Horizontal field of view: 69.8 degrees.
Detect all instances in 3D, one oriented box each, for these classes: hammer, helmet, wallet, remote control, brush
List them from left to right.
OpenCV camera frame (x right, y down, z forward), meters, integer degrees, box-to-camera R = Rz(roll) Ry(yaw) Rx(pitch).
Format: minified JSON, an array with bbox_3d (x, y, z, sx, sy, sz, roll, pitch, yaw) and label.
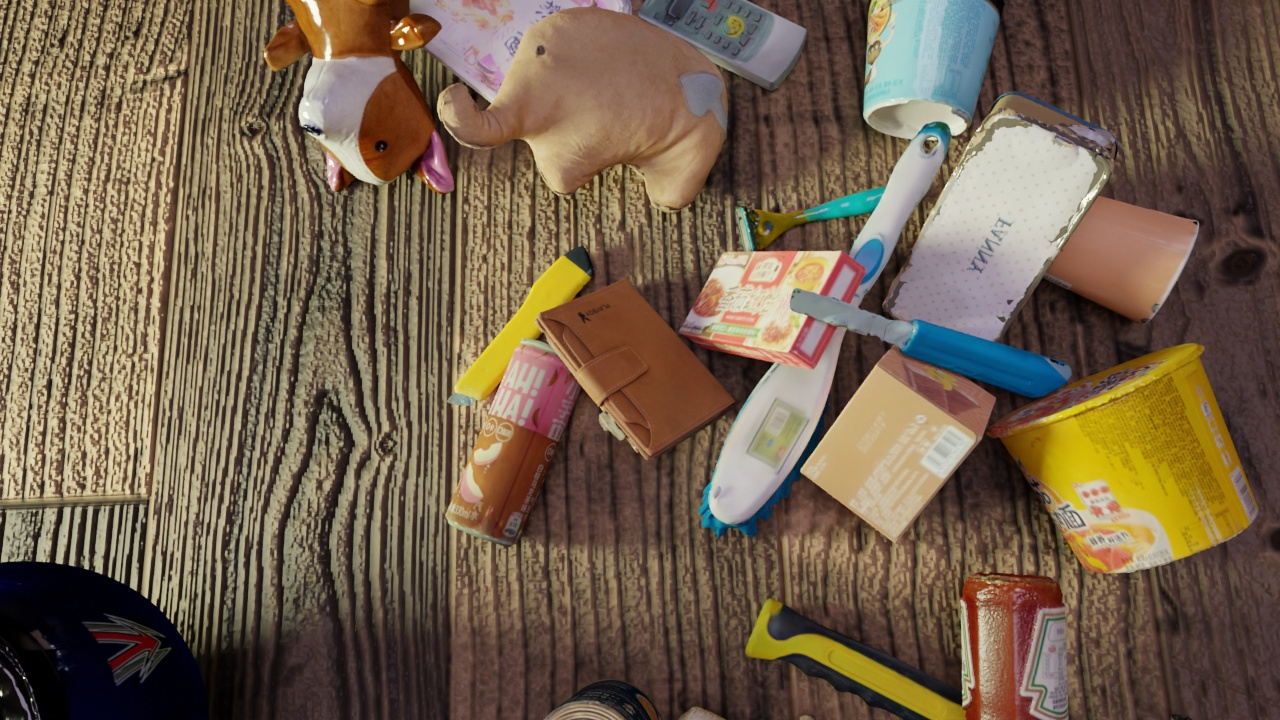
[{"bbox_3d":[-0.437,0.273,0.580,0.315,0.241,0.247,-33,76,-12],"label":"helmet"},{"bbox_3d":[-0.004,0.004,0.670,0.107,0.031,0.132,-25,69,-45],"label":"wallet"},{"bbox_3d":[0.067,-0.274,0.754,0.135,0.019,0.056,31,83,13],"label":"remote control"},{"bbox_3d":[0.132,-0.017,0.645,0.060,0.109,0.314,29,80,13],"label":"brush"},{"bbox_3d":[0.228,0.244,0.614,0.323,0.032,0.126,24,82,12],"label":"hammer"}]

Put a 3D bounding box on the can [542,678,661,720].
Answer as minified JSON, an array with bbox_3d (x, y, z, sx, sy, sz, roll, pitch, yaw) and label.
[{"bbox_3d":[-0.027,0.255,0.602,0.075,0.111,0.075,-2,77,7],"label":"can"}]

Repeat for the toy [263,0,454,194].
[{"bbox_3d":[-0.219,-0.221,0.708,0.140,0.200,0.130,12,39,21],"label":"toy"}]

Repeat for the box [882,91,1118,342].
[{"bbox_3d":[0.237,-0.082,0.623,0.090,0.185,0.061,32,41,11],"label":"box"}]

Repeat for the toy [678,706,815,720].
[{"bbox_3d":[0.088,0.283,0.603,0.157,0.104,0.066,25,127,4],"label":"toy"}]

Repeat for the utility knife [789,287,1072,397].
[{"bbox_3d":[0.190,-0.011,0.596,0.236,0.034,0.018,15,43,-26],"label":"utility knife"}]

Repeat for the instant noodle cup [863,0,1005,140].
[{"bbox_3d":[0.216,-0.235,0.688,0.111,0.111,0.120,10,85,9],"label":"instant noodle cup"}]

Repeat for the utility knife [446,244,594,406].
[{"bbox_3d":[-0.093,-0.025,0.722,0.033,0.015,0.164,39,86,20],"label":"utility knife"}]

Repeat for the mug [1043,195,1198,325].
[{"bbox_3d":[0.315,-0.084,0.656,0.123,0.078,0.078,25,82,17],"label":"mug"}]

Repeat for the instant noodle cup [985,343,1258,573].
[{"bbox_3d":[0.316,0.066,0.595,0.138,0.138,0.110,-25,85,1],"label":"instant noodle cup"}]

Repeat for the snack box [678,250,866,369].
[{"bbox_3d":[0.087,-0.039,0.641,0.025,0.153,0.075,32,83,-24],"label":"snack box"}]

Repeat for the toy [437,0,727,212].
[{"bbox_3d":[-0.039,-0.192,0.677,0.225,0.083,0.143,4,86,-25],"label":"toy"}]

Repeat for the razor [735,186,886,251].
[{"bbox_3d":[0.142,-0.113,0.705,0.133,0.028,0.043,-14,99,7],"label":"razor"}]

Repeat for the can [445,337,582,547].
[{"bbox_3d":[-0.091,0.061,0.681,0.058,0.058,0.147,20,81,11],"label":"can"}]

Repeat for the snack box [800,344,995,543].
[{"bbox_3d":[0.173,0.049,0.614,0.077,0.094,0.093,37,116,14],"label":"snack box"}]

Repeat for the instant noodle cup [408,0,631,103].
[{"bbox_3d":[-0.104,-0.278,0.757,0.173,0.060,0.138,40,85,12],"label":"instant noodle cup"}]

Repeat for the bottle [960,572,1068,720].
[{"bbox_3d":[0.232,0.237,0.569,0.060,0.060,0.206,1,82,7],"label":"bottle"}]
